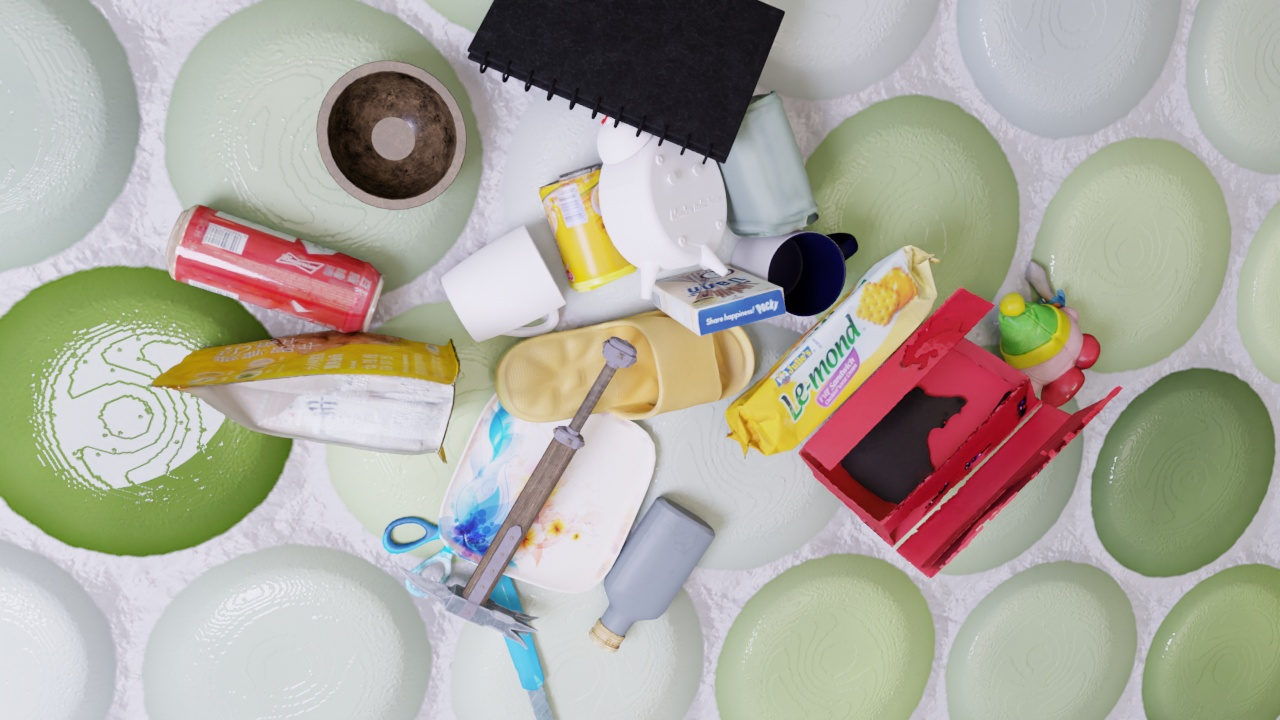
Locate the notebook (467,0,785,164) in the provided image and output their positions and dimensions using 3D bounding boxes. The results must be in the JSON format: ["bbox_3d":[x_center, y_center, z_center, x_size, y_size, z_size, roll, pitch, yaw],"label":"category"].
[{"bbox_3d":[-0.010,-0.275,0.782,0.231,0.019,0.169,22,71,-1],"label":"notebook"}]

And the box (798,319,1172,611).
[{"bbox_3d":[0.309,0.095,0.854,0.211,0.315,0.124,-44,111,-2],"label":"box"}]

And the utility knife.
[{"bbox_3d":[-0.123,0.296,0.937,0.031,0.015,0.209,-18,101,-9],"label":"utility knife"}]

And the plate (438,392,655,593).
[{"bbox_3d":[-0.090,0.125,0.904,0.187,0.016,0.187,24,89,-18],"label":"plate"}]

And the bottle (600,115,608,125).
[{"bbox_3d":[0.009,-0.257,0.846,0.036,0.036,0.119,43,89,-18],"label":"bottle"}]

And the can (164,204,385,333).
[{"bbox_3d":[-0.310,-0.076,0.786,0.170,0.067,0.067,19,96,-17],"label":"can"}]

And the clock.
[{"bbox_3d":[0.028,-0.149,0.825,0.125,0.073,0.161,-30,108,-48],"label":"clock"}]

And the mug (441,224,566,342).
[{"bbox_3d":[-0.119,-0.056,0.842,0.087,0.081,0.114,-28,138,-1],"label":"mug"}]

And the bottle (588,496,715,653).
[{"bbox_3d":[0.004,0.223,0.939,0.072,0.046,0.161,33,92,-18],"label":"bottle"}]

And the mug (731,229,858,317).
[{"bbox_3d":[0.155,-0.095,0.885,0.112,0.097,0.078,-26,106,-8],"label":"mug"}]

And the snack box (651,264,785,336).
[{"bbox_3d":[0.067,-0.059,0.842,0.082,0.150,0.026,-13,107,-11],"label":"snack box"}]

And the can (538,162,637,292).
[{"bbox_3d":[-0.048,-0.122,0.843,0.067,0.067,0.105,-21,105,-10],"label":"can"}]

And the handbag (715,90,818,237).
[{"bbox_3d":[0.112,-0.181,0.853,0.067,0.106,0.122,-26,106,-11],"label":"handbag"}]

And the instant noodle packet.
[{"bbox_3d":[-0.270,0.019,0.767,0.221,0.163,0.084,7,101,-15],"label":"instant noodle packet"}]

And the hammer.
[{"bbox_3d":[-0.095,0.112,0.844,0.147,0.028,0.317,28,104,-13],"label":"hammer"}]

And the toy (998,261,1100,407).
[{"bbox_3d":[0.429,-0.031,0.976,0.131,0.097,0.124,37,84,1],"label":"toy"}]

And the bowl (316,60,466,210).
[{"bbox_3d":[-0.214,-0.192,0.792,0.121,0.056,0.121,-3,102,-14],"label":"bowl"}]

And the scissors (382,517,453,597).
[{"bbox_3d":[-0.185,0.162,0.897,0.141,0.014,0.090,-37,101,-5],"label":"scissors"}]

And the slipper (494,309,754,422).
[{"bbox_3d":[-0.005,0.005,0.870,0.263,0.078,0.099,-9,94,-17],"label":"slipper"}]

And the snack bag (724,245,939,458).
[{"bbox_3d":[0.176,0.002,0.875,0.247,0.159,0.068,-45,88,-2],"label":"snack bag"}]
